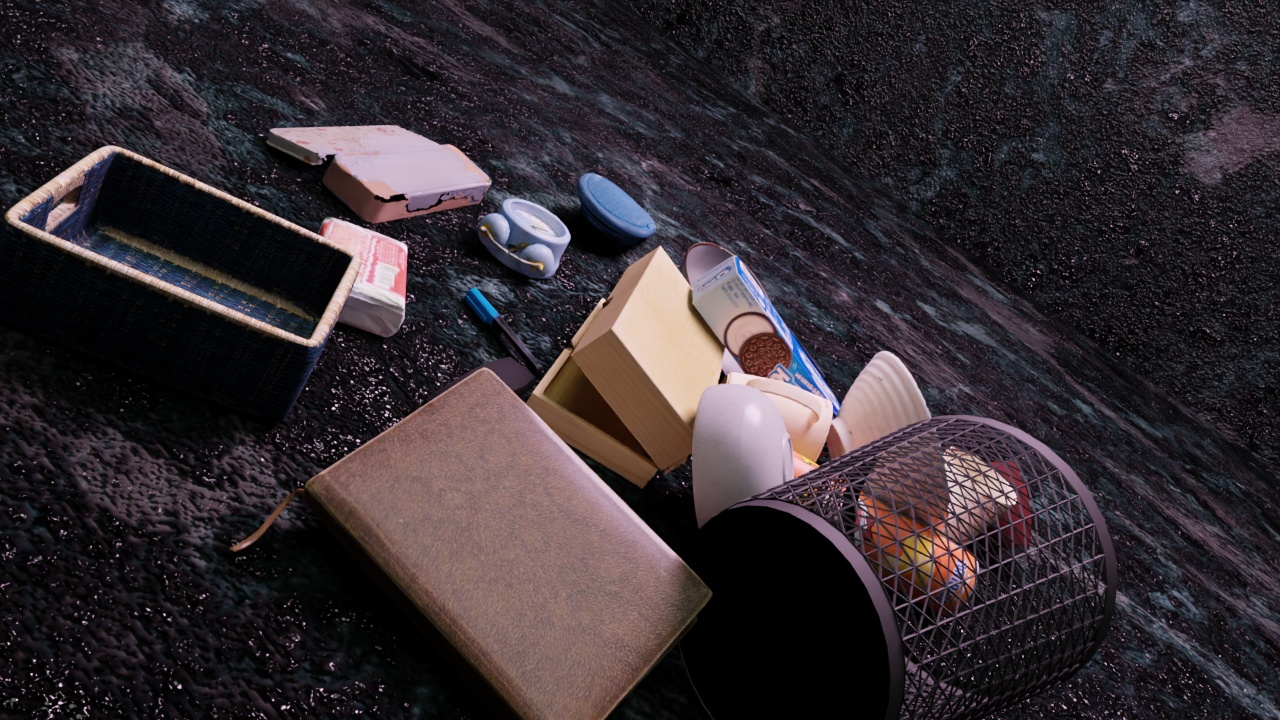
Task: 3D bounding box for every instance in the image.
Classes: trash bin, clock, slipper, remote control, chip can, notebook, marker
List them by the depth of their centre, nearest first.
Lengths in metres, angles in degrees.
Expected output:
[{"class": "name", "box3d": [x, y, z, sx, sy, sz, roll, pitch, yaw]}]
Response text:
[{"class": "notebook", "box3d": [-0.089, 0.121, 0.533, 0.215, 0.035, 0.189, 45, 49, 11]}, {"class": "trash bin", "box3d": [0.165, 0.158, 0.627, 0.242, 0.217, 0.217, -5, 44, -43]}, {"class": "remote control", "box3d": [-0.128, 0.022, 0.747, 0.039, 0.010, 0.124, 38, 25, 12]}, {"class": "chip can", "box3d": [0.198, 0.152, 0.827, 0.210, 0.062, 0.062, 30, 25, -5]}, {"class": "marker", "box3d": [-0.124, -0.026, 0.828, 0.015, 0.018, 0.123, -28, 55, -25]}, {"class": "clock", "box3d": [-0.124, -0.128, 0.977, 0.089, 0.052, 0.124, 34, 25, -2]}, {"class": "slipper", "box3d": [-0.031, -0.184, 1.185, 0.104, 0.059, 0.213, 45, 12, 7]}]

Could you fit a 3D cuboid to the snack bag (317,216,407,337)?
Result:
[{"class": "snack bag", "box3d": [-0.234, -0.071, 0.763, 0.077, 0.036, 0.115, 19, 28, -24]}]

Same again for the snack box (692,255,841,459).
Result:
[{"class": "snack box", "box3d": [0.137, 0.001, 0.938, 0.226, 0.060, 0.059, 52, 18, -20]}]

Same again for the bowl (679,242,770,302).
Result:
[{"class": "bowl", "box3d": [0.090, -0.060, 1.073, 0.150, 0.057, 0.150, 28, 43, -30]}]

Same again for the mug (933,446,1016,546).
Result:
[{"class": "mug", "box3d": [0.301, 0.136, 0.934, 0.081, 0.097, 0.122, 1, 40, -49]}]

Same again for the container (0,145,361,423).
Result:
[{"class": "container", "box3d": [-0.298, -0.052, 0.611, 0.187, 0.071, 0.145, 24, 26, -17]}]

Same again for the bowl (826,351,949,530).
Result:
[{"class": "bowl", "box3d": [0.222, 0.085, 0.873, 0.071, 0.177, 0.177, -15, 36, -2]}]

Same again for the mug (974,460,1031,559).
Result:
[{"class": "mug", "box3d": [0.392, 0.174, 1.014, 0.114, 0.087, 0.088, 44, 25, -56]}]

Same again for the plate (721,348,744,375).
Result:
[{"class": "plate", "box3d": [0.142, -0.010, 1.027, 0.172, 0.019, 0.172, 29, 44, -33]}]

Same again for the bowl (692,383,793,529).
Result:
[{"class": "bowl", "box3d": [0.086, 0.085, 0.728, 0.064, 0.132, 0.131, -2, 20, 16]}]

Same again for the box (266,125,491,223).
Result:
[{"class": "box", "box3d": [-0.274, -0.210, 0.981, 0.154, 0.058, 0.216, 38, 26, 9]}]

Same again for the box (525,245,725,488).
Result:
[{"class": "box", "box3d": [-0.005, 0.009, 0.850, 0.140, 0.123, 0.248, 55, 22, -13]}]

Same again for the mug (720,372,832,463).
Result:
[{"class": "mug", "box3d": [0.124, 0.052, 0.875, 0.104, 0.112, 0.085, 21, 62, -1]}]
